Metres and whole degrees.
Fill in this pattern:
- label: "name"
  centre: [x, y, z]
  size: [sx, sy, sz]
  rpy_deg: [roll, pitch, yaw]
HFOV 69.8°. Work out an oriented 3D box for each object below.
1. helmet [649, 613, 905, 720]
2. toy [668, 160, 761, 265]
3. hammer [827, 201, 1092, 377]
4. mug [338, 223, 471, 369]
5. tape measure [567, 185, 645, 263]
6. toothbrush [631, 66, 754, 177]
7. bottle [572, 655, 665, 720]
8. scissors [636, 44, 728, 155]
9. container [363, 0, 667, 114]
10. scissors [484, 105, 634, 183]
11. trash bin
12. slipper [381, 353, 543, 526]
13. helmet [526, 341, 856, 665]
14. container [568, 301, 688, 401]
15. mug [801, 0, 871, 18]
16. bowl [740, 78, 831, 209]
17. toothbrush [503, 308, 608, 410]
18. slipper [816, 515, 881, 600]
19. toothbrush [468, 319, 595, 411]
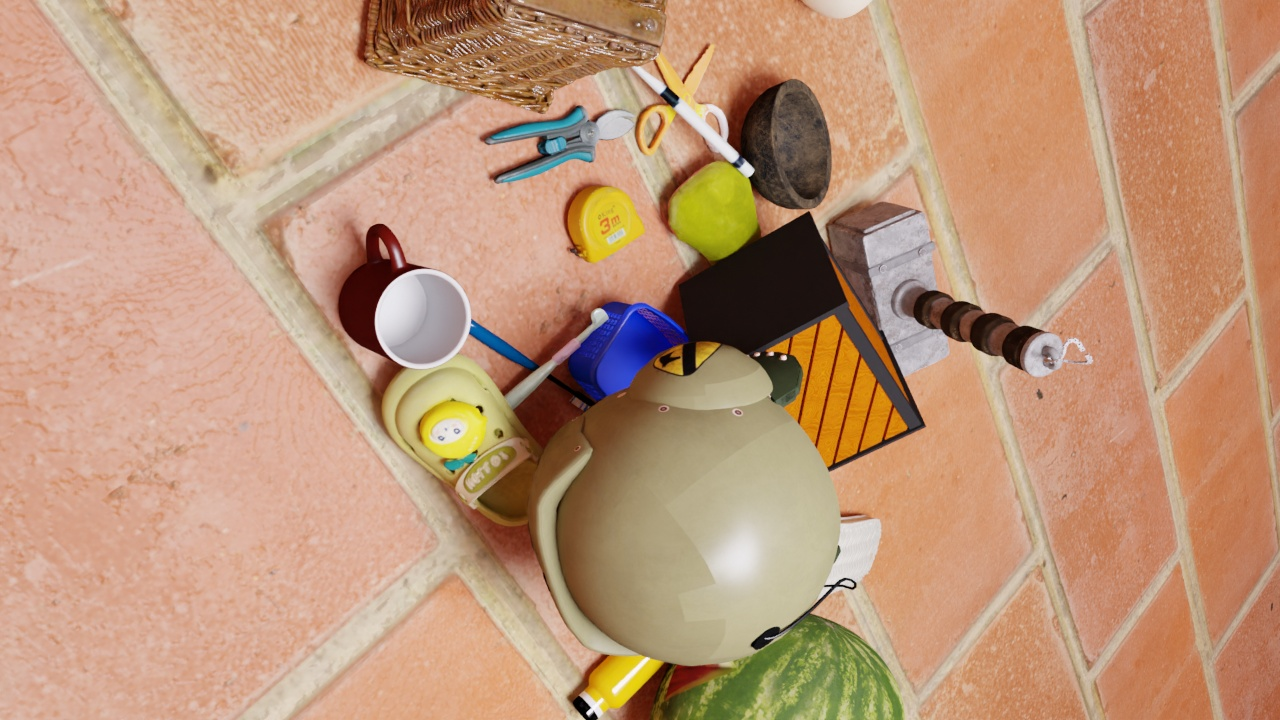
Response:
- label: "helmet"
  centre: [0.130, 0.365, 0.907]
  size: [0.243, 0.213, 0.247]
  rpy_deg: [34, 91, -18]
- label: "toy"
  centre: [0.074, -0.130, 0.864]
  size: [0.090, 0.051, 0.110]
  rpy_deg: [-43, 122, -18]
- label: "hammer"
  centre: [0.303, -0.039, 0.881]
  size: [0.079, 0.326, 0.177]
  rpy_deg: [-23, 114, -11]
- label: "mug"
  centre: [-0.181, -0.051, 0.680]
  size: [0.073, 0.083, 0.106]
  rpy_deg: [-27, 114, -28]
- label: "tape measure"
  centre: [-0.035, -0.122, 0.801]
  size: [0.068, 0.030, 0.059]
  rpy_deg: [-37, 119, -26]
- label: "toothbrush"
  centre: [0.035, -0.228, 0.809]
  size: [0.187, 0.012, 0.017]
  rpy_deg: [39, 74, -19]
- label: "bottle"
  centre: [-0.005, 0.297, 0.907]
  size: [0.143, 0.043, 0.043]
  rpy_deg: [-39, 120, -23]
- label: "scissors"
  centre: [0.042, -0.235, 0.843]
  size: [0.131, 0.011, 0.125]
  rpy_deg: [34, 81, -37]
- label: "container"
  centre: [-0.069, -0.317, 0.637]
  size: [0.162, 0.183, 0.250]
  rpy_deg: [4, 98, -38]
- label: "scissors"
  centre: [-0.066, -0.181, 0.775]
  size: [0.133, 0.019, 0.145]
  rpy_deg: [27, 83, -39]
- label: "trash bin"
  centre: [0.146, -0.006, 0.847]
  size: [0.140, 0.139, 0.172]
  rpy_deg: [-29, 127, 18]
- label: "slipper"
  centre: [-0.130, 0.080, 0.739]
  size: [0.091, 0.081, 0.190]
  rpy_deg: [-35, 124, 3]
- label: "helmet"
  centre: [0.027, 0.116, 0.716]
  size: [0.232, 0.256, 0.250]
  rpy_deg: [-28, 113, -32]
- label: "container"
  centre: [-0.005, 0.005, 0.833]
  size: [0.114, 0.058, 0.096]
  rpy_deg: [40, 76, -34]
- label: "mug"
  centre: [0.181, -0.386, 0.864]
  size: [0.120, 0.096, 0.100]
  rpy_deg: [36, 90, 3]
- label: "bowl"
  centre: [0.132, -0.202, 0.881]
  size: [0.121, 0.056, 0.121]
  rpy_deg: [5, 83, -53]
- label: "toothbrush"
  centre: [-0.087, 0.011, 0.785]
  size: [0.154, 0.015, 0.022]
  rpy_deg: [-43, 155, -5]
- label: "slipper"
  centre: [0.187, 0.207, 1.018]
  size: [0.262, 0.052, 0.115]
  rpy_deg: [8, 96, -48]
- label: "toothbrush"
  centre: [-0.099, 0.003, 0.794]
  size: [0.167, 0.014, 0.014]
  rpy_deg: [36, 88, -35]
